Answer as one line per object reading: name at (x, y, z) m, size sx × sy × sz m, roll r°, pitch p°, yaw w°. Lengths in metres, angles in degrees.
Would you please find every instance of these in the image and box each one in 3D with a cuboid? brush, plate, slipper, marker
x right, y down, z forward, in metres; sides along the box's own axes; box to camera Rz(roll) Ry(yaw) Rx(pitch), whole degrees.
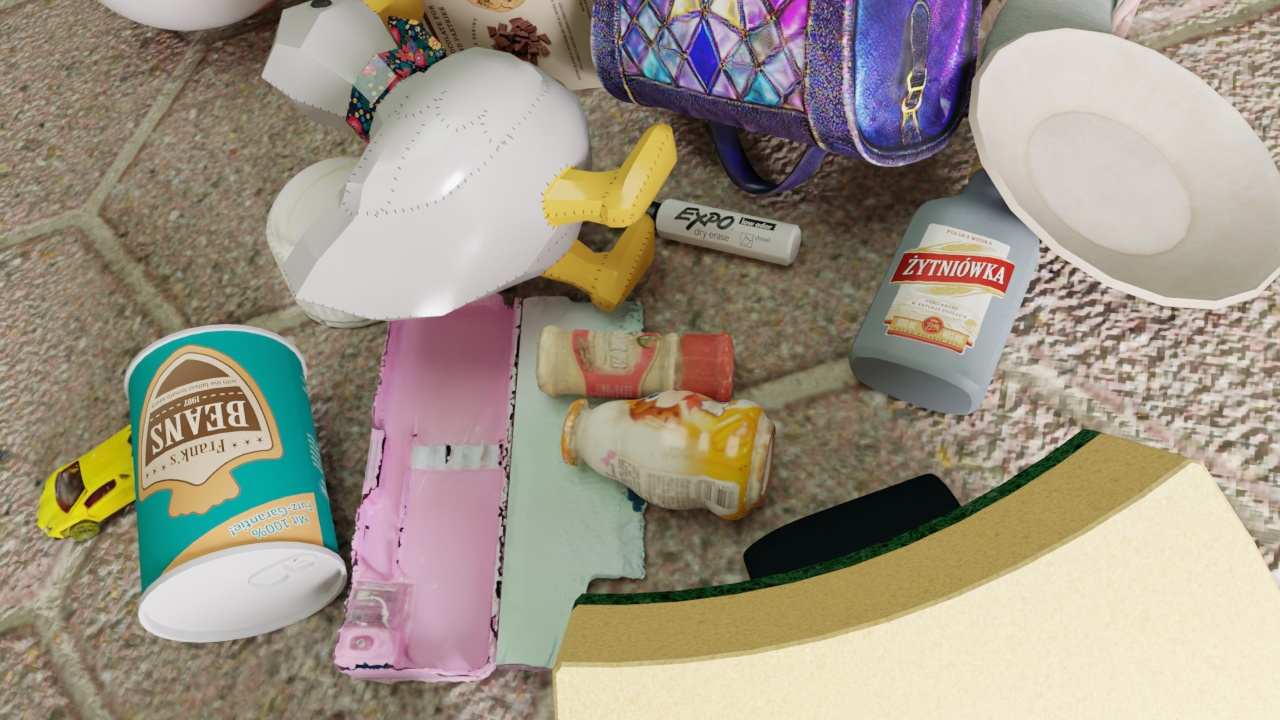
brush at (0.105, 0.155, 0.335) m, size 0.250 × 0.075 × 0.195 m, roll -19°, pitch 93°, yaw 3°
plate at (0.263, -0.105, 0.504) m, size 0.188 × 0.027 × 0.188 m, roll 5°, pitch 62°, yaw -10°
slipper at (0.281, -0.266, 0.599) m, size 0.114 × 0.054 × 0.273 m, roll 15°, pitch 65°, yaw 21°
marker at (0.037, -0.085, 0.575) m, size 0.126 × 0.025 × 0.025 m, roll 16°, pitch 66°, yaw 22°

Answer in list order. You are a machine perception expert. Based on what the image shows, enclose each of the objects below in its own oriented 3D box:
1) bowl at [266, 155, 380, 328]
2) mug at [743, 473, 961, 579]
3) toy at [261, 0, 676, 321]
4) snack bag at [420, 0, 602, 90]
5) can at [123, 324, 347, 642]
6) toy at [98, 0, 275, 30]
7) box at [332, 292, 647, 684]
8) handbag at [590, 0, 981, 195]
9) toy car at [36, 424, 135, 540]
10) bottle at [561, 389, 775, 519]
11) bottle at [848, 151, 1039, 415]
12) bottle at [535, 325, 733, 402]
bowl at (-0.195, -0.086, 0.612) m, size 0.115 × 0.062 × 0.115 m, roll -6°, pitch 60°, yaw 11°
mug at (0.109, 0.124, 0.413) m, size 0.094 × 0.085 × 0.121 m, roll -20°, pitch 87°, yaw 3°
toy at (-0.118, -0.119, 0.533) m, size 0.267 × 0.141 × 0.246 m, roll 23°, pitch 56°, yaw 6°
snack bag at (-0.123, -0.250, 0.668) m, size 0.206 × 0.094 × 0.069 m, roll -2°, pitch 61°, yaw 13°
can at (-0.227, 0.067, 0.511) m, size 0.099 × 0.099 × 0.143 m, roll -24°, pitch 58°, yaw 0°
toy at (-0.356, -0.403, 0.724) m, size 0.280 × 0.263 × 0.265 m, roll -31°, pitch 86°, yaw -26°
box at (-0.075, 0.060, 0.517) m, size 0.159 × 0.035 × 0.230 m, roll -2°, pitch 60°, yaw 4°
handbag at (0.081, -0.206, 0.532) m, size 0.125 × 0.222 × 0.205 m, roll -21°, pitch 34°, yaw -37°
toy car at (-0.332, 0.072, 0.576) m, size 0.107 × 0.030 × 0.049 m, roll -34°, pitch 60°, yaw -5°
bottle at (0.014, 0.046, 0.481) m, size 0.108 × 0.063 × 0.063 m, roll 8°, pitch 63°, yaw 14°
bottle at (0.178, -0.052, 0.509) m, size 0.072 × 0.046 × 0.161 m, roll 20°, pitch 68°, yaw 23°
bottle at (-0.003, 0.003, 0.513) m, size 0.109 × 0.044 × 0.044 m, roll 3°, pitch 61°, yaw 0°
